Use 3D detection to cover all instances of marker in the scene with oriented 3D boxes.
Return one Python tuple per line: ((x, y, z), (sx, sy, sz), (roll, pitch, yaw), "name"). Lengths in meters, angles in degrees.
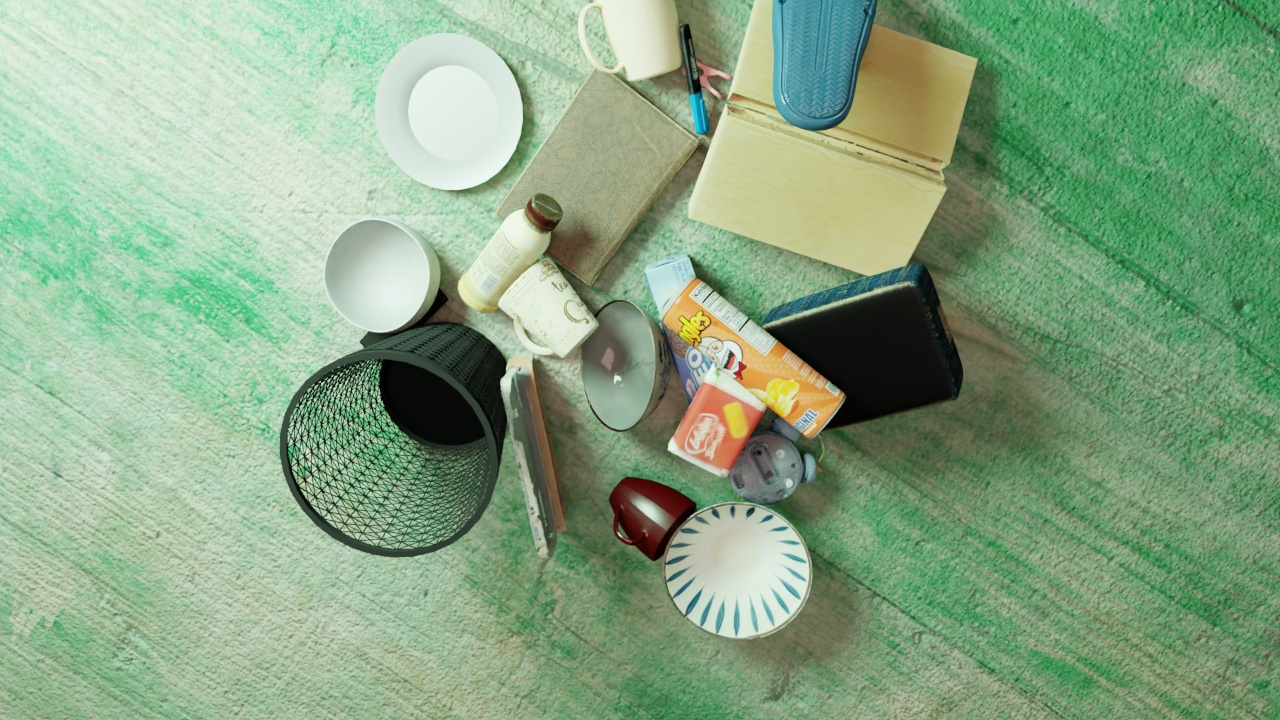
((0.059, -0.306, 1.005), (0.015, 0.018, 0.123), (12, 131, 34), "marker")

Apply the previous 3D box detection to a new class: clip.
((0.071, -0.313, 1.024), (0.058, 0.022, 0.035), (30, 107, 4), "clip")

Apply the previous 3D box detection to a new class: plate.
((-0.220, -0.286, 1.060), (0.173, 0.019, 0.173), (1, 103, 6), "plate")

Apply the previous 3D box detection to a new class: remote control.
((-0.291, -0.047, 1.126), (0.125, 0.010, 0.039), (-36, 97, 12), "remote control")

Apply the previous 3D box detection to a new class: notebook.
((-0.033, -0.200, 1.052), (0.190, 0.034, 0.216), (37, 104, -4), "notebook")

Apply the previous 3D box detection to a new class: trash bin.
((-0.244, 0.063, 1.020), (0.217, 0.243, 0.217), (1, 106, 2), "trash bin")

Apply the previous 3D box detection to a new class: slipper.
((0.176, -0.319, 0.921), (0.104, 0.059, 0.213), (13, 70, -1), "slipper")

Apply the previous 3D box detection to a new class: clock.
((0.160, 0.118, 1.097), (0.124, 0.051, 0.089), (-26, 97, 10), "clock")

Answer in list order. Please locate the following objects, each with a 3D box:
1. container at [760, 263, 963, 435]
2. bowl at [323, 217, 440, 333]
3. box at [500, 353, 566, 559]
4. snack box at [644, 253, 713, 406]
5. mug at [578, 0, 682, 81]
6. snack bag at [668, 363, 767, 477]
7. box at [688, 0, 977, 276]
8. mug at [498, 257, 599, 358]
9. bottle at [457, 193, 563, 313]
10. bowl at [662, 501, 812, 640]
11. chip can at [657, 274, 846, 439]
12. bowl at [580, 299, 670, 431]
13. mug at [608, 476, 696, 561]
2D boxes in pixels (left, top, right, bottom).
((0.243, -0.009, 1.017), (0.188, 0.071, 0.145), (-17, 105, 28), "container")
((-0.298, -0.100, 1.084), (0.132, 0.064, 0.132), (1, 96, 10), "bowl")
((-0.122, 0.108, 1.074), (0.043, 0.148, 0.216), (-11, 102, -6), "box")
((0.065, -0.011, 1.075), (0.059, 0.059, 0.226), (-17, 100, 5), "snack box")
((-0.011, -0.354, 0.984), (0.111, 0.085, 0.104), (-24, 112, -15), "mug")
((0.090, 0.069, 1.042), (0.077, 0.036, 0.116), (27, 103, -3), "snack bag")
((0.206, -0.237, 0.986), (0.247, 0.096, 0.261), (16, 98, -7), "box")
((-0.112, -0.046, 1.075), (0.097, 0.080, 0.122), (46, 136, 0), "mug")
((-0.146, -0.122, 1.042), (0.056, 0.056, 0.162), (43, 126, -5), "bottle")
((0.117, 0.245, 1.120), (0.177, 0.070, 0.177), (1, 103, 6), "bowl")
((0.120, -0.004, 0.994), (0.210, 0.062, 0.062), (39, 104, 5), "chip can")
((-0.006, 0.006, 1.066), (0.056, 0.151, 0.151), (1, 107, -37), "bowl")
((0.000, 0.186, 1.105), (0.088, 0.113, 0.087), (36, 121, 18), "mug")
